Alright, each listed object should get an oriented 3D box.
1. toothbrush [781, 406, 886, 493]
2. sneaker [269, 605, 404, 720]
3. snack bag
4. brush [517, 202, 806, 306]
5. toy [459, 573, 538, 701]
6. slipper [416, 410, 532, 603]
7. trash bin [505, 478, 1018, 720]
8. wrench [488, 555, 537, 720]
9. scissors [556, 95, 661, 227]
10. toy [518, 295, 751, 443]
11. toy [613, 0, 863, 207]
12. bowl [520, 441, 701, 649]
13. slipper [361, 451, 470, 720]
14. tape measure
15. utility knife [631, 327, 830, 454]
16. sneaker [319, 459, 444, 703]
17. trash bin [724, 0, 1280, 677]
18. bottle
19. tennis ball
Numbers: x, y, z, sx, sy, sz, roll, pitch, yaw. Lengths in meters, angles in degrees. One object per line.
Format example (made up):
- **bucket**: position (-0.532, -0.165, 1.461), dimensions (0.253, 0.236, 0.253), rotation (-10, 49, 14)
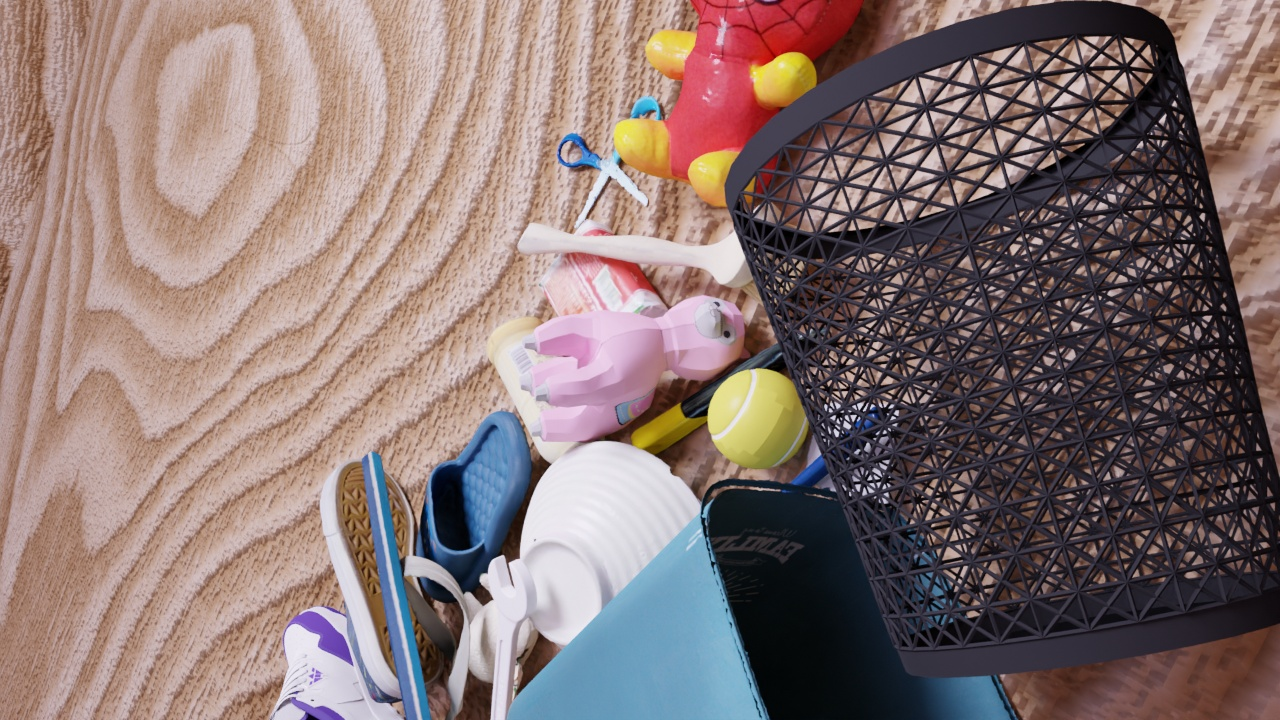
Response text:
- **toothbrush**: position (0.088, 0.087, 0.588), dimensions (0.190, 0.016, 0.017), rotation (-48, 48, 36)
- **sneaker**: position (-0.297, 0.321, 0.840), dimensions (0.244, 0.111, 0.092), rotation (36, 104, 42)
- **snack bag**: position (-0.031, -0.050, 0.737), dimensions (0.077, 0.036, 0.116), rotation (-50, 52, 23)
- **brush**: position (0.005, -0.081, 0.663), dimensions (0.273, 0.077, 0.061), rotation (9, 55, 42)
- **toy**: position (-0.112, 0.226, 0.735), dimensions (0.087, 0.050, 0.112), rotation (-52, 56, 28)
- **slipper**: position (-0.152, 0.122, 0.773), dimensions (0.214, 0.059, 0.103), rotation (-56, 45, 36)
- **trash bin**: position (0.053, 0.208, 0.499), dimensions (0.219, 0.196, 0.199), rotation (-44, 48, 33)
- **wrench**: position (-0.101, 0.252, 0.671), dimensions (0.047, 0.009, 0.274), rotation (34, 127, 39)
- **scissors**: position (-0.028, -0.171, 0.782), dimensions (0.133, 0.014, 0.127), rotation (39, 110, 36)
- **toy**: position (-0.004, 0.004, 0.653), dimensions (0.123, 0.157, 0.067), rotation (104, 153, -60)
- **toy**: position (0.075, -0.218, 0.639), dimensions (0.147, 0.098, 0.216), rotation (32, 104, 30)
- **bowl**: position (-0.035, 0.149, 0.634), dimensions (0.178, 0.070, 0.177), rotation (5, 99, 35)
- **slipper**: position (-0.175, 0.211, 0.739), dimensions (0.118, 0.060, 0.294), rotation (124, 133, -60)
- **tape measure**: position (0.135, 0.056, 0.570), dimensions (0.062, 0.020, 0.060), rotation (3, 82, 43)
- **utility knife**: position (0.060, 0.021, 0.643), dimensions (0.175, 0.028, 0.020), rotation (-35, 64, 30)
- **sneaker**: position (-0.253, 0.205, 0.850), dimensions (0.079, 0.087, 0.235), rotation (-44, 57, 33)
- **trash bin**: position (0.173, 0.006, 0.431), dimensions (0.218, 0.216, 0.243), rotation (-23, 71, 37)
- **bottle**: position (-0.070, 0.036, 0.738), dimensions (0.057, 0.056, 0.162), rotation (-50, 52, 22)
- **tennis ball**: position (0.076, 0.038, 0.597), dimensions (0.065, 0.065, 0.065), rotation (-12, 72, 40)
